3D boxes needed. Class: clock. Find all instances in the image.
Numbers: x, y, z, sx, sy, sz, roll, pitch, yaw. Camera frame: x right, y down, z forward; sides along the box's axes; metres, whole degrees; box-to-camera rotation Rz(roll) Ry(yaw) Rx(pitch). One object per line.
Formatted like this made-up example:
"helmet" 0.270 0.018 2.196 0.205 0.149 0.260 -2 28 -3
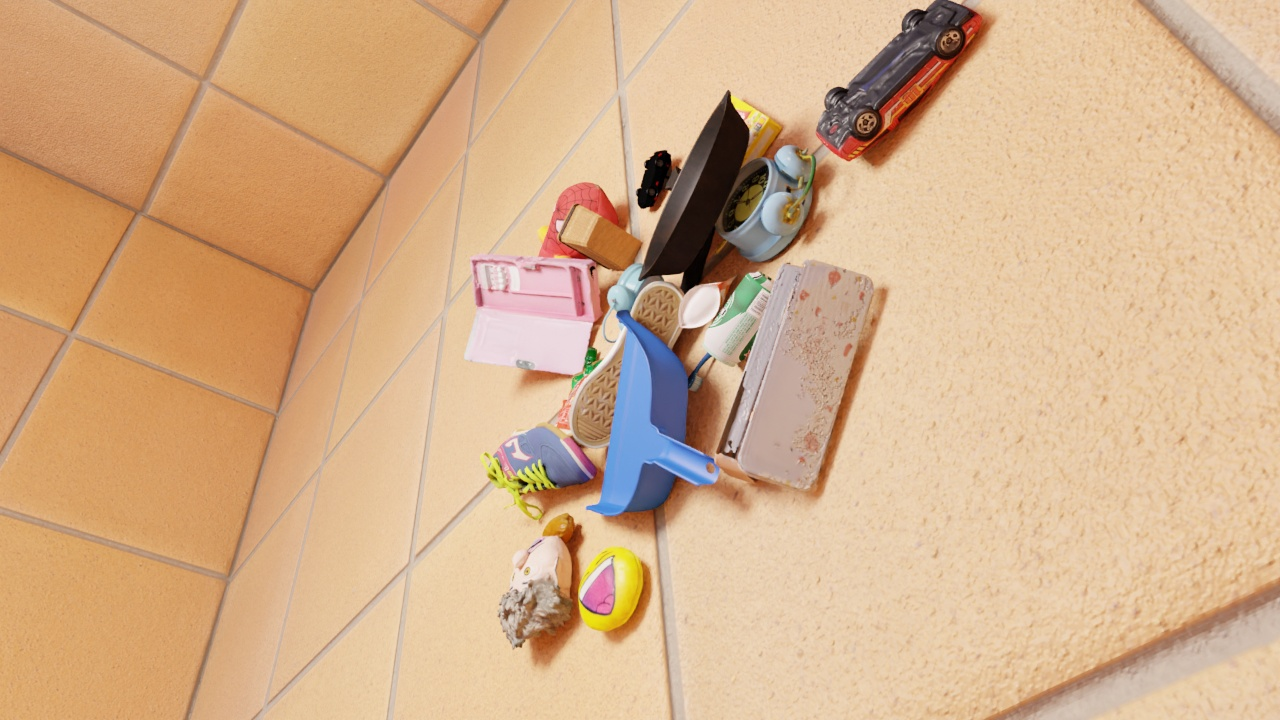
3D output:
"clock" 0.148 -0.180 1.042 0.162 0.060 0.117 -26 44 53
"clock" -0.013 -0.074 1.188 0.042 0.087 0.123 23 63 32

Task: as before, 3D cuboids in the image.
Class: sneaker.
"sneaker" -0.137 0.150 1.220 0.090 0.116 0.242 -43 15 -24
"sneaker" -0.007 0.007 1.155 0.236 0.087 0.079 -60 -7 13

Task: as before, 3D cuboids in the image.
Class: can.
"can" 0.113 -0.046 0.995 0.101 0.053 0.053 -55 28 14

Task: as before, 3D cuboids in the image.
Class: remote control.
"remote control" 0.074 -0.137 1.187 0.039 0.010 0.124 -15 55 55

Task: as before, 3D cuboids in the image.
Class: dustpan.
"dustpan" 0.016 0.083 1.001 0.258 0.059 0.245 20 104 55

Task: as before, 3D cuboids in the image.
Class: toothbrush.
"toothbrush" 0.089 -0.022 1.059 0.132 0.016 0.021 -59 28 2

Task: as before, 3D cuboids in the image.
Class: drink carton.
"drink carton" 0.079 -0.069 1.051 0.069 0.039 0.122 -48 -5 18

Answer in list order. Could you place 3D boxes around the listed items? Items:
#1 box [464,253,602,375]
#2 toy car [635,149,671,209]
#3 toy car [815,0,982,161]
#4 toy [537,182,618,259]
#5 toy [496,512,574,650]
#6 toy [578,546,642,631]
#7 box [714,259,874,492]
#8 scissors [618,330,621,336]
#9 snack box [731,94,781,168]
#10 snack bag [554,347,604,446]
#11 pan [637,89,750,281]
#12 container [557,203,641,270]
"box" -0.166 -0.074 1.403 0.233 0.059 0.179 9 97 31
"toy car" 0.023 -0.267 1.362 0.042 0.036 0.091 19 93 64
"toy car" 0.263 -0.290 0.947 0.190 0.056 0.081 -47 32 17
"toy" -0.114 -0.184 1.457 0.217 0.098 0.147 -53 44 22
"toy" -0.123 0.262 1.119 0.133 0.076 0.175 -29 35 46
"toy" -0.032 0.249 1.004 0.096 0.041 0.094 -52 33 16
"box" 0.141 0.015 0.889 0.107 0.094 0.216 131 159 -78
"scissors" -0.026 -0.026 1.239 0.110 0.015 0.132 136 155 -73
"snack box" 0.129 -0.302 1.219 0.075 0.025 0.152 -55 29 15
"snack bag" -0.087 0.047 1.279 0.087 0.044 0.154 -32 36 51
"pan" 0.067 -0.216 1.169 0.355 0.043 0.249 -99 34 -75
"container" -0.055 -0.176 1.346 0.061 0.114 0.063 25 89 50
